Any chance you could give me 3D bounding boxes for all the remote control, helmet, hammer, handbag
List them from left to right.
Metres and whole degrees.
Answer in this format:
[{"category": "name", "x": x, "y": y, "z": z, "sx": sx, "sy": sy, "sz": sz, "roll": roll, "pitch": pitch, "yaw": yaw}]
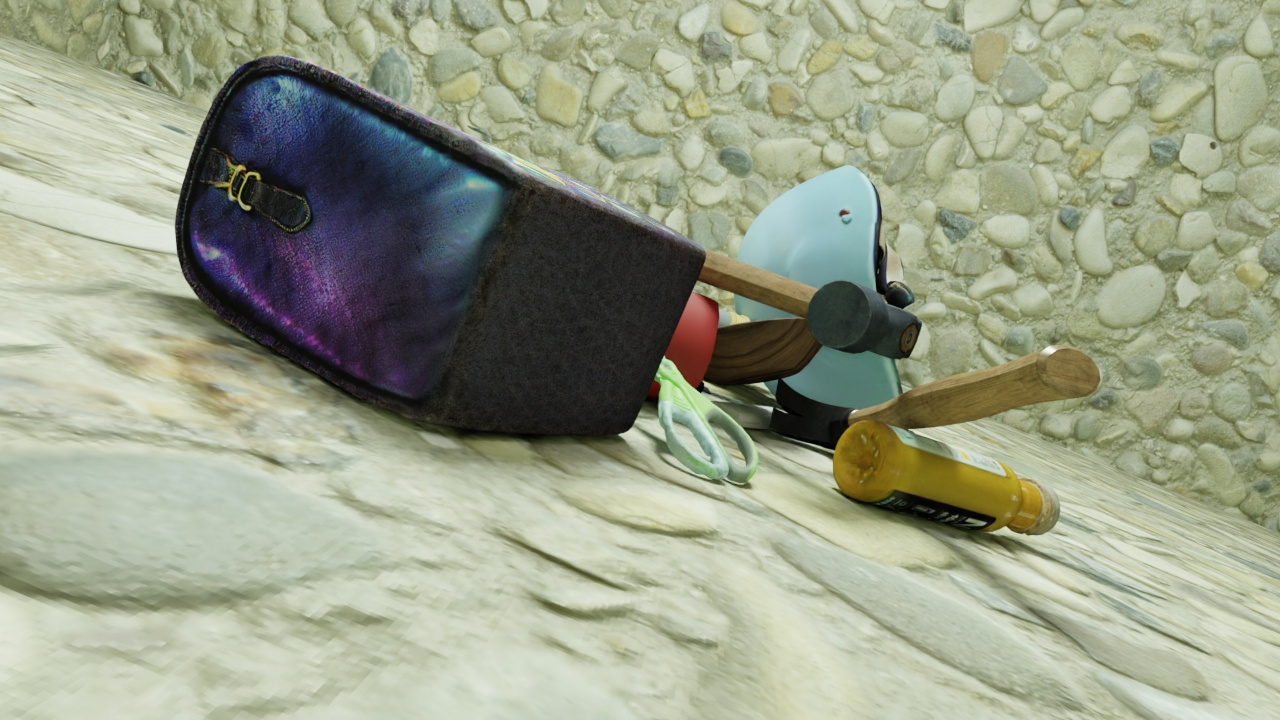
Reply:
[{"category": "handbag", "x": -0.104, "y": -0.058, "z": 0.480, "sx": 0.222, "sy": 0.125, "sz": 0.204, "roll": 28, "pitch": 10, "yaw": 30}, {"category": "hammer", "x": 0.046, "y": -0.067, "z": 0.655, "sx": 0.322, "sy": 0.040, "sz": 0.129, "roll": 24, "pitch": 9, "yaw": 35}, {"category": "remote control", "x": 0.094, "y": 0.045, "z": 0.752, "sx": 0.033, "sy": 0.012, "sz": 0.130, "roll": 25, "pitch": 8, "yaw": 29}, {"category": "helmet", "x": 0.181, "y": -0.043, "z": 0.891, "sx": 0.167, "sy": 0.265, "sz": 0.225, "roll": -16, "pitch": -7, "yaw": 16}, {"category": "hammer", "x": 0.185, "y": 0.030, "z": 0.614, "sx": 0.132, "sy": 0.040, "sz": 0.306, "roll": 14, "pitch": -13, "yaw": -8}]

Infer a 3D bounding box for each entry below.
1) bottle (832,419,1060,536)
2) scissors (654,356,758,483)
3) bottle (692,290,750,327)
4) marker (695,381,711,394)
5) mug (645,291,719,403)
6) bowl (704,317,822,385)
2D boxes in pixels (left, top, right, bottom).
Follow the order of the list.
[{"category": "bottle", "x": 0.217, "y": 0.087, "z": 0.633, "sx": 0.186, "sy": 0.053, "sz": 0.053, "roll": 17, "pitch": 8, "yaw": -29}, {"category": "scissors", "x": 0.014, "y": 0.007, "z": 0.549, "sx": 0.065, "sy": 0.034, "sz": 0.174, "roll": 4, "pitch": 44, "yaw": -38}, {"category": "bottle", "x": 0.020, "y": -0.049, "z": 0.816, "sx": 0.161, "sy": 0.046, "sz": 0.072, "roll": 20, "pitch": 7, "yaw": -14}, {"category": "marker", "x": -0.005, "y": 0.004, "z": 0.742, "sx": 0.145, "sy": 0.019, "sz": 0.019, "roll": 19, "pitch": 8, "yaw": -23}, {"category": "mug", "x": -0.013, "y": -0.016, "z": 0.663, "sx": 0.096, "sy": 0.080, "sz": 0.117, "roll": 20, "pitch": -22, "yaw": -16}, {"category": "bowl", "x": 0.089, "y": -0.002, "z": 0.713, "sx": 0.119, "sy": 0.032, "sz": 0.119, "roll": -7, "pitch": -11, "yaw": -1}]
